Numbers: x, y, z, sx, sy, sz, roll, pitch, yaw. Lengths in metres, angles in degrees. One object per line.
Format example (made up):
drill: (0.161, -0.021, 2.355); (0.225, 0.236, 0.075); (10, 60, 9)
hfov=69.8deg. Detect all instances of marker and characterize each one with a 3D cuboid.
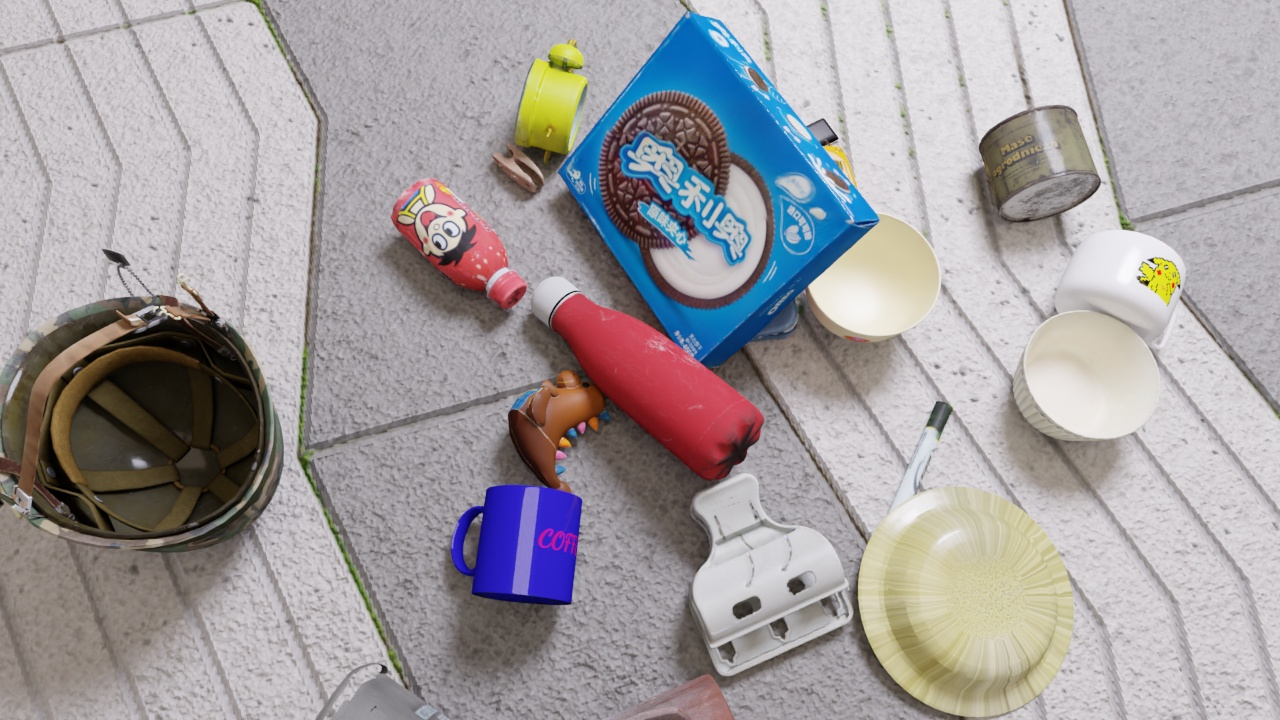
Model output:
marker: (0.238, 0.100, 0.796); (0.017, 0.017, 0.146); (26, 73, 8)

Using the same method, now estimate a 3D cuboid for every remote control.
remote control: (0.138, -0.204, 0.902); (0.124, 0.012, 0.028); (-28, 74, -10)

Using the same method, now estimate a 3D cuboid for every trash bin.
trash bin: (-0.142, 0.348, 0.619); (0.220, 0.198, 0.197); (29, 71, 2)

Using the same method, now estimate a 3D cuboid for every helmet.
helmet: (-0.380, 0.044, 0.686); (0.224, 0.237, 0.192); (38, 69, 1)

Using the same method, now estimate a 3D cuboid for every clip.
clip: (0.094, 0.164, 0.744); (0.125, 0.089, 0.150); (-20, 83, -11)
clip: (-0.120, -0.185, 0.886); (0.049, 0.026, 0.061); (-10, 70, -3)

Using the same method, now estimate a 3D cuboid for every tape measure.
tape measure: (0.174, -0.177, 0.884); (0.059, 0.030, 0.068); (-11, 71, -7)

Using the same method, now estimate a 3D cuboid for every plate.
plate: (0.272, 0.192, 0.744); (0.184, 0.036, 0.184); (2, 74, -6)

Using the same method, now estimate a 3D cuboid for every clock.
clock: (-0.083, -0.253, 0.879); (0.057, 0.083, 0.119); (16, 74, -1)

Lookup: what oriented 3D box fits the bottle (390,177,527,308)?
bottle: (-0.160, -0.102, 0.836); (0.137, 0.062, 0.062); (42, 75, 14)

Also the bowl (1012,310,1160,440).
bowl: (0.380, 0.021, 0.801); (0.115, 0.062, 0.115); (0, 70, -1)

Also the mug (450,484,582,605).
mug: (-0.105, 0.151, 0.746); (0.111, 0.079, 0.083); (-4, 69, 24)

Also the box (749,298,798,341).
box: (0.101, -0.122, 0.845); (0.067, 0.052, 0.209); (-7, 75, 0)

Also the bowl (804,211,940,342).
bowl: (0.198, -0.064, 0.821); (0.118, 0.074, 0.117); (0, 71, -1)

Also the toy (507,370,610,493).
toy: (-0.063, 0.063, 0.788); (0.090, 0.071, 0.103); (-23, 81, -28)

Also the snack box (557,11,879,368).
snack box: (0.058, -0.143, 0.796); (0.196, 0.056, 0.238); (-44, 71, 32)

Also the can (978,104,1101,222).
can: (0.371, -0.183, 0.857); (0.090, 0.090, 0.074); (-8, 71, -4)

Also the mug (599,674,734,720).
mug: (0.019, 0.284, 0.675); (0.110, 0.123, 0.096); (-24, 47, -13)

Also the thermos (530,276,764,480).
thermos: (-0.005, 0.005, 0.787); (0.240, 0.073, 0.073); (39, 74, 24)

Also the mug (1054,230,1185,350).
mug: (0.432, -0.056, 0.816); (0.115, 0.094, 0.068); (35, 74, -13)
